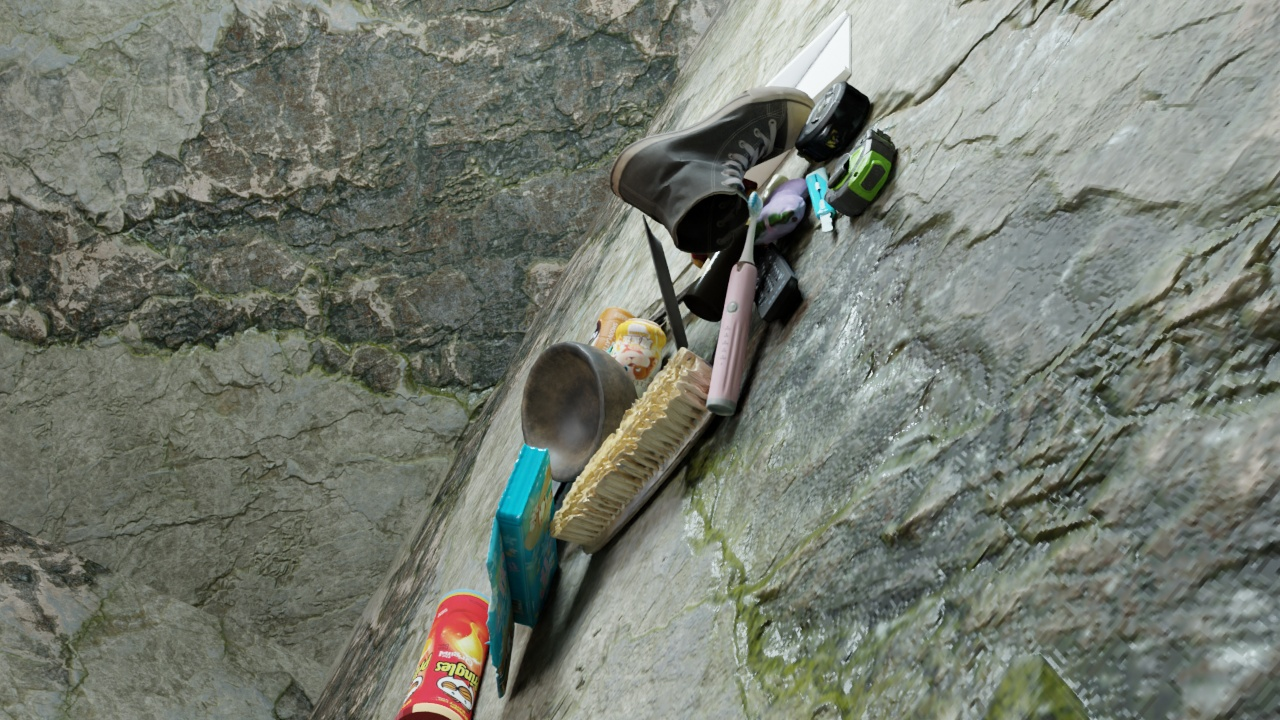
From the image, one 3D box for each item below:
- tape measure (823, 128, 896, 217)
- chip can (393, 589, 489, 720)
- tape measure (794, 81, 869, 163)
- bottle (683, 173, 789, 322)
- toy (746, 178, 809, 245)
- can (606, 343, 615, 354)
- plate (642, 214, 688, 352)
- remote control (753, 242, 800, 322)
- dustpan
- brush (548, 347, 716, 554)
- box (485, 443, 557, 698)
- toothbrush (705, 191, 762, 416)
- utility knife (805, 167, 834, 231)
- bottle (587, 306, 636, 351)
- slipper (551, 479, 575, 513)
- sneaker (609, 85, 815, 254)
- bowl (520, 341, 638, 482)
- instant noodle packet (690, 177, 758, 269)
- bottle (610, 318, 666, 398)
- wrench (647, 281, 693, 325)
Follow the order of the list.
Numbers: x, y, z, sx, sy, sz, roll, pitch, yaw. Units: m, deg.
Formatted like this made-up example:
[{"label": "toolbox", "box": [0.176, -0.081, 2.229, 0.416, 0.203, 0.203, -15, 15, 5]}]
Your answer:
[{"label": "tape measure", "box": [0.179, -0.154, 0.765, 0.066, 0.036, 0.058, -50, 17, 40]}, {"label": "chip can", "box": [-0.232, 0.378, 1.116, 0.087, 0.087, 0.213, -56, 12, 21]}, {"label": "tape measure", "box": [0.190, -0.236, 0.902, 0.072, 0.042, 0.071, -60, 8, -8]}, {"label": "bottle", "box": [0.109, -0.126, 0.974, 0.184, 0.045, 0.045, -58, 10, -19]}, {"label": "toy", "box": [0.135, -0.143, 0.908, 0.080, 0.036, 0.099, -36, 12, 36]}, {"label": "can", "box": [-0.031, 0.011, 1.210, 0.102, 0.055, 0.054, -38, 25, 61]}, {"label": "plate", "box": [0.031, -0.069, 0.969, 0.012, 0.178, 0.178, -15, 20, 4]}, {"label": "remote control", "box": [0.123, -0.073, 0.851, 0.047, 0.022, 0.150, -57, 10, 17]}, {"label": "dustpan", "box": [0.163, -0.311, 1.159, 0.259, 0.053, 0.191, -51, 15, 38]}, {"label": "brush", "box": [-0.005, 0.095, 0.897, 0.272, 0.056, 0.083, -53, 14, 34]}, {"label": "box", "box": [-0.130, 0.223, 0.950, 0.227, 0.039, 0.181, 93, -169, -47]}, {"label": "toothbrush", "box": [0.089, -0.057, 0.830, 0.026, 0.027, 0.222, 49, -133, -56]}, {"label": "utility knife", "box": [0.170, -0.147, 0.845, 0.022, 0.015, 0.140, -23, 27, 16]}, {"label": "bottle", "box": [-0.054, 0.000, 1.321, 0.059, 0.059, 0.166, -43, 21, 55]}, {"label": "slipper", "box": [-0.121, 0.158, 1.150, 0.111, 0.063, 0.263, 91, -161, -61]}, {"label": "sneaker", "box": [0.099, -0.193, 0.924, 0.234, 0.120, 0.095, -23, -36, -20]}, {"label": "bowl", "box": [-0.065, 0.060, 1.066, 0.163, 0.070, 0.162, -6, 83, 48]}, {"label": "instant noodle packet", "box": [0.093, -0.154, 1.047, 0.098, 0.039, 0.135, -52, -7, -2]}, {"label": "bottle", "box": [-0.007, 0.006, 1.107, 0.063, 0.063, 0.109, 153, 130, -70]}, {"label": "wrench", "box": [0.045, -0.073, 1.125, 0.069, 0.010, 0.274, -26, -6, -31]}]
